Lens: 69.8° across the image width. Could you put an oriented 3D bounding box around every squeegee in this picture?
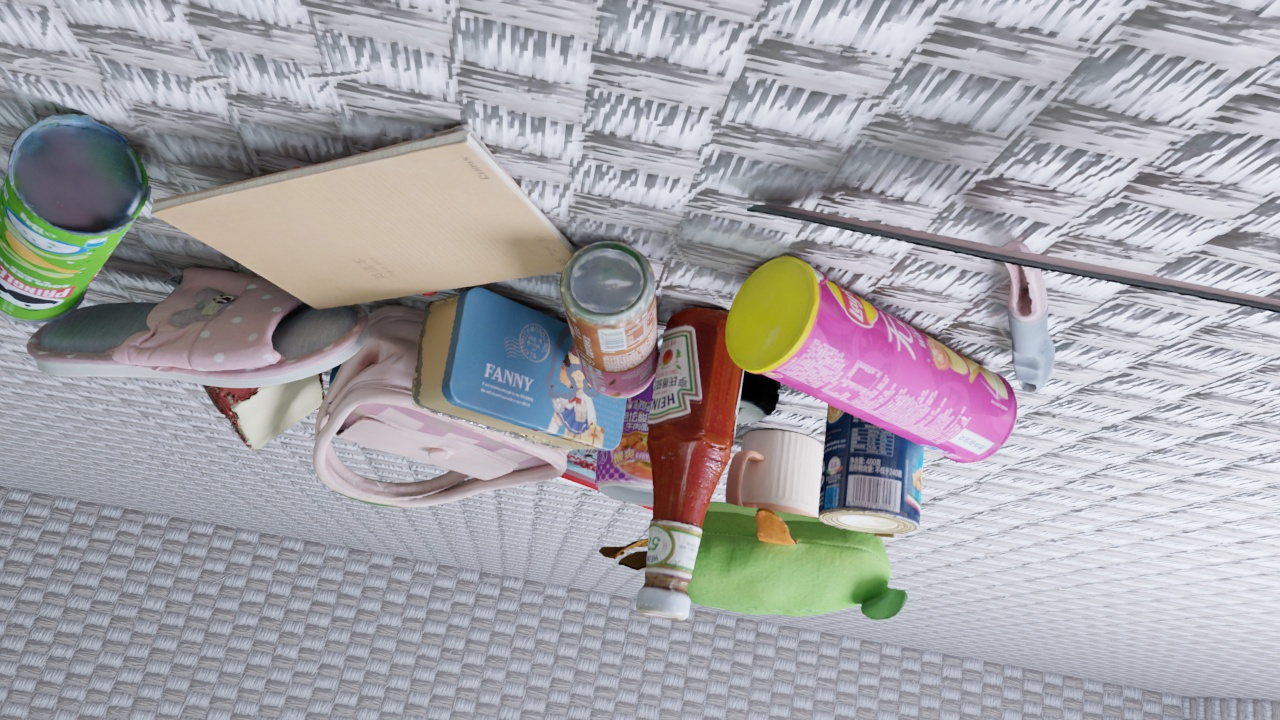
[{"bbox_3d":[0.215,-0.028,0.516,0.248,0.040,0.249,17,171,30],"label":"squeegee"}]

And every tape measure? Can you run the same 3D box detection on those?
[{"bbox_3d":[0.073,0.027,0.740,0.065,0.033,0.066,14,160,-7],"label":"tape measure"}]

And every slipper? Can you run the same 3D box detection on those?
[{"bbox_3d":[-0.333,-0.028,0.682,0.275,0.114,0.054,1,124,13],"label":"slipper"}]

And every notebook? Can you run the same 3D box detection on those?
[{"bbox_3d":[-0.158,-0.076,0.558,0.212,0.012,0.149,-7,157,20],"label":"notebook"}]

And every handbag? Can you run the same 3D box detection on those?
[{"bbox_3d":[-0.189,0.066,0.792,0.193,0.093,0.235,25,136,-32],"label":"handbag"}]

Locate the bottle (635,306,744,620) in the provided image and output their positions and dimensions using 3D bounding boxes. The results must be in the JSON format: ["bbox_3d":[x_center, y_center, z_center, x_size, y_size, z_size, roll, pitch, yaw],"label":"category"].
[{"bbox_3d":[0.030,0.066,0.612,0.060,0.205,0.060,10,161,3],"label":"bottle"}]

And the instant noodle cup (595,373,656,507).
[{"bbox_3d":[0.009,0.072,0.798,0.111,0.099,0.112,10,161,3],"label":"instant noodle cup"}]

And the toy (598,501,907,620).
[{"bbox_3d":[0.094,0.167,0.775,0.247,0.089,0.227,5,158,6],"label":"toy"}]

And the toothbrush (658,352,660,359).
[{"bbox_3d":[-0.004,0.004,0.742,0.015,0.018,0.181,15,163,-37],"label":"toothbrush"}]

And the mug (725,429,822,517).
[{"bbox_3d":[0.121,0.123,0.872,0.082,0.105,0.114,-9,153,42],"label":"mug"}]

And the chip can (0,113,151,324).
[{"bbox_3d":[-0.382,-0.083,0.596,0.072,0.072,0.237,23,156,-33],"label":"chip can"}]

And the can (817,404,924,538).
[{"bbox_3d":[0.177,0.072,0.699,0.075,0.111,0.075,9,160,3],"label":"can"}]

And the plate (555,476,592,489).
[{"bbox_3d":[-0.053,0.121,1.057,0.164,0.034,0.164,-7,153,39],"label":"plate"}]

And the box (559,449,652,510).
[{"bbox_3d":[-0.047,0.076,0.907,0.201,0.098,0.118,23,-168,-16],"label":"box"}]

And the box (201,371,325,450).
[{"bbox_3d":[-0.329,0.026,0.808,0.076,0.091,0.169,51,157,3],"label":"box"}]

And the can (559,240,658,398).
[{"bbox_3d":[-0.017,-0.022,0.610,0.058,0.057,0.147,8,160,5],"label":"can"}]

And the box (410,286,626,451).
[{"bbox_3d":[-0.089,0.010,0.679,0.061,0.089,0.184,-7,161,40],"label":"box"}]

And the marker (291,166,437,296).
[{"bbox_3d":[-0.173,-0.079,0.588,0.017,0.017,0.145,1,158,22],"label":"marker"}]

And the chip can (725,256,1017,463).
[{"bbox_3d":[0.153,0.006,0.589,0.210,0.071,0.072,23,157,-33],"label":"chip can"}]

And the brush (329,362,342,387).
[{"bbox_3d":[-0.253,0.028,0.861,0.073,0.055,0.144,9,161,-1],"label":"brush"}]
